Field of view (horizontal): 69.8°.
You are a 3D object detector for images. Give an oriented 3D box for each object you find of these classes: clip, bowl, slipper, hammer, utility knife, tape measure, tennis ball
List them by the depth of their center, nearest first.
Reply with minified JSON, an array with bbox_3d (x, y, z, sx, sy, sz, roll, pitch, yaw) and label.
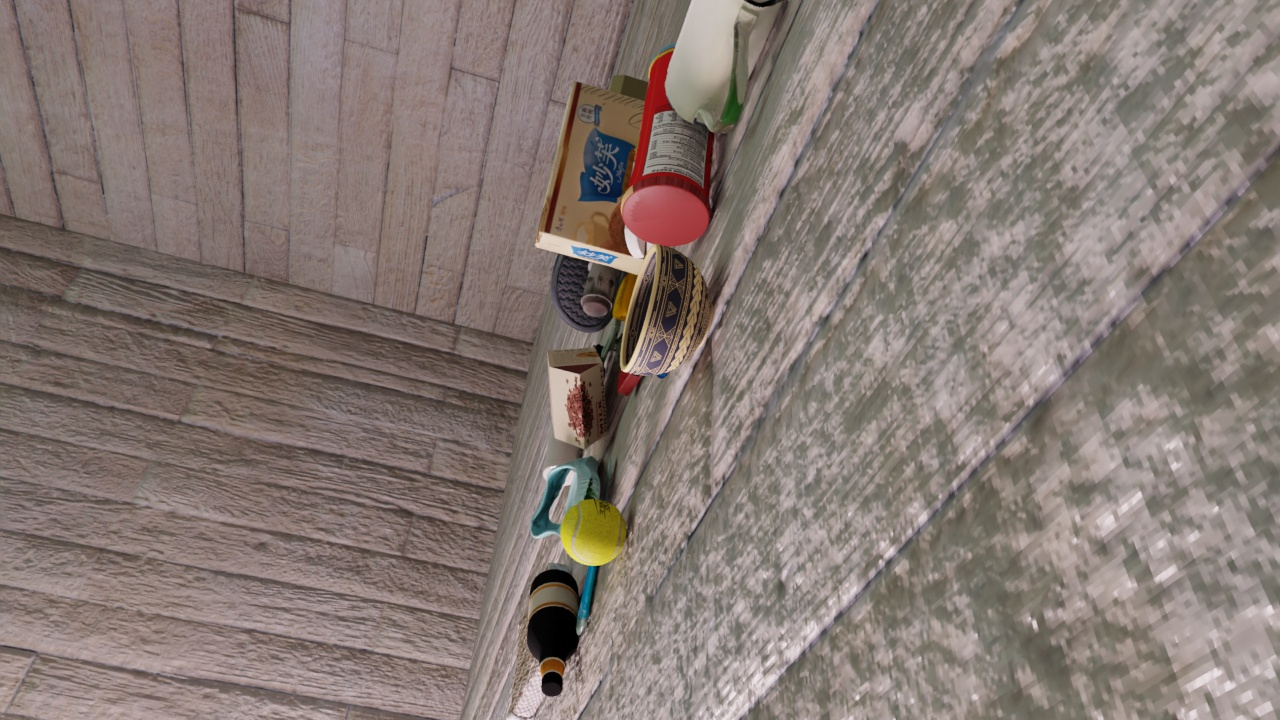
[{"bbox_3d":[0.027,-0.038,0.790,0.112,0.061,0.112,-168,91,-81],"label":"bowl"},{"bbox_3d":[-0.047,0.171,0.914,0.065,0.065,0.065,-168,91,-81],"label":"tennis ball"},{"bbox_3d":[-0.051,0.207,1.049,0.031,0.015,0.206,134,150,-63],"label":"utility knife"},{"bbox_3d":[-0.006,0.006,1.058,0.051,0.019,0.059,-83,18,-44],"label":"tape measure"},{"bbox_3d":[-0.092,0.173,1.145,0.276,0.069,0.116,155,132,-84],"label":"slipper"},{"bbox_3d":[-0.014,-0.078,1.187,0.059,0.030,0.068,139,148,-73],"label":"tape measure"},{"bbox_3d":[-0.033,-0.197,1.220,0.191,0.100,0.324,118,165,-57],"label":"hammer"},{"bbox_3d":[-0.032,-0.024,1.226,0.076,0.043,0.023,113,169,-47],"label":"clip"},{"bbox_3d":[-0.066,-0.174,1.409,0.083,0.110,0.268,160,126,-82],"label":"slipper"}]

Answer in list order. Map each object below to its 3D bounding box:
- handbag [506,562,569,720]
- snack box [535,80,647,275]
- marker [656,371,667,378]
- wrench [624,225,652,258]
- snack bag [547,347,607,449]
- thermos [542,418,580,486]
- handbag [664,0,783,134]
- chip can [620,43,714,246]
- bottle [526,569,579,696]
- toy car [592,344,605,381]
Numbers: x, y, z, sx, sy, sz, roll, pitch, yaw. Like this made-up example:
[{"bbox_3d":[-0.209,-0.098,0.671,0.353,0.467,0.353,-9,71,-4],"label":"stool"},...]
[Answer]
[{"bbox_3d":[-0.124,0.359,1.169,0.185,0.047,0.124,-98,31,-66],"label":"handbag"},{"bbox_3d":[-0.033,-0.221,1.125,0.055,0.153,0.207,138,144,-73],"label":"snack box"},{"bbox_3d":[0.022,-0.029,0.962,0.141,0.013,0.013,-88,15,-54],"label":"marker"},{"bbox_3d":[0.034,-0.241,1.092,0.018,0.066,0.272,1,68,37],"label":"wrench"},{"bbox_3d":[-0.084,0.047,1.223,0.206,0.070,0.094,-128,34,-78],"label":"snack bag"},{"bbox_3d":[-0.116,0.096,1.472,0.052,0.052,0.223,113,167,-45],"label":"thermos"},{"bbox_3d":[0.072,-0.279,0.834,0.152,0.074,0.175,117,163,-54],"label":"handbag"},{"bbox_3d":[0.036,-0.223,0.933,0.087,0.087,0.212,117,165,-54],"label":"chip can"},{"bbox_3d":[-0.099,0.311,1.041,0.181,0.059,0.059,-102,27,-69],"label":"bottle"},{"bbox_3d":[-0.072,0.031,1.358,0.046,0.034,0.112,-145,70,-80],"label":"toy car"}]
